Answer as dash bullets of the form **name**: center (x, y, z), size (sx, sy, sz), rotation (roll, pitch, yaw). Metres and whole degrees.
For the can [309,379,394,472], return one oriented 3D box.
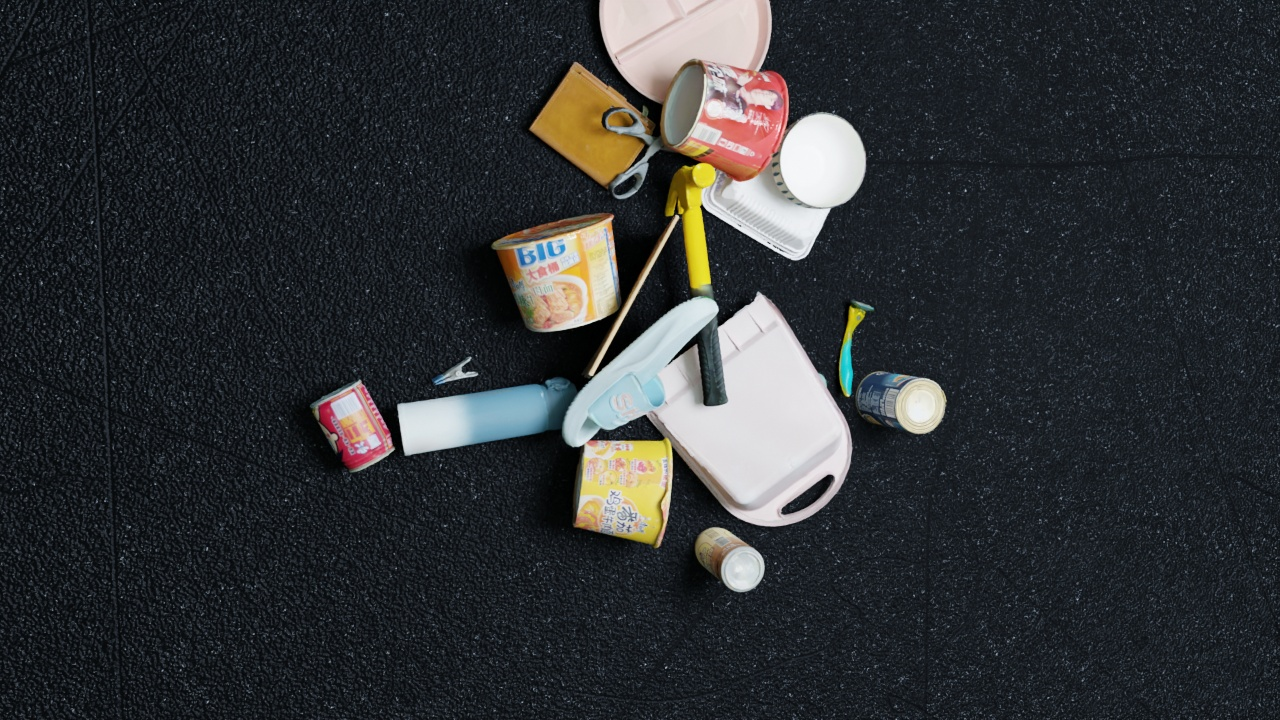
- **can**: center (-0.341, 0.079, 1.092), size (0.066, 0.066, 0.094), rotation (-28, 101, -11)

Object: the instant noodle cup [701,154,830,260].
- **instant noodle cup**: center (0.181, -0.226, 1.210), size (0.173, 0.060, 0.138), rotation (28, 87, -14)

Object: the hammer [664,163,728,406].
- **hammer**: center (0.076, -0.092, 1.153), size (0.032, 0.129, 0.301), rotation (-9, 95, -14)

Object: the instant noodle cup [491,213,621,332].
- **instant noodle cup**: center (-0.093, -0.105, 1.108), size (0.151, 0.151, 0.111), rotation (-17, 106, -13)

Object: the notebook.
- **notebook**: center (-0.015, -0.073, 1.124), size (0.012, 0.149, 0.211), rotation (29, 86, -4)

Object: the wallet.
- **wallet**: center (-0.055, -0.299, 1.154), size (0.130, 0.035, 0.119), rotation (35, 85, -16)

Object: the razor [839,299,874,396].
- **razor**: center (0.292, -0.016, 1.270), size (0.043, 0.028, 0.132), rotation (9, 89, -46)

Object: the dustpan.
- **dustpan**: center (0.154, 0.090, 1.237), size (0.222, 0.139, 0.273), rotation (-34, 75, 2)

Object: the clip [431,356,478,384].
- **clip**: center (-0.231, 0.018, 1.140), size (0.056, 0.024, 0.027), rotation (-25, 103, -18)

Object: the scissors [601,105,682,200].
- **scissors**: center (0.017, -0.276, 1.157), size (0.181, 0.014, 0.159), rotation (-50, 133, -4)

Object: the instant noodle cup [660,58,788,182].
- **instant noodle cup**: center (0.097, -0.297, 1.109), size (0.108, 0.138, 0.138), rotation (10, 92, -27)

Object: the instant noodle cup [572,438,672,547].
- **instant noodle cup**: center (-0.025, 0.160, 1.152), size (0.109, 0.138, 0.138), rotation (8, 92, -7)

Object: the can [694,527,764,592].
- **can**: center (0.114, 0.258, 1.199), size (0.058, 0.116, 0.058), rotation (-1, 93, -15)

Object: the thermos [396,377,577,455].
- **thermos**: center (-0.186, 0.067, 1.134), size (0.220, 0.070, 0.070), rotation (-9, 96, -14)

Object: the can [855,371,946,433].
- **can**: center (0.353, 0.057, 1.248), size (0.075, 0.111, 0.075), rotation (-1, 94, -15)

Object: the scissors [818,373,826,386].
- **scissors**: center (0.164, 0.033, 1.246), size (0.170, 0.019, 0.181), rotation (-28, 102, -8)

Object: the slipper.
- **slipper**: center (0.007, 0.021, 1.103), size (0.246, 0.104, 0.074), rotation (-44, 79, 10)

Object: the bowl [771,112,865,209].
- **bowl**: center (0.216, -0.247, 1.151), size (0.116, 0.066, 0.116), rotation (-1, 95, -14)

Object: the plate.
- **plate**: center (0.057, -0.436, 1.176), size (0.229, 0.028, 0.229), rotation (-1, 94, -15)
